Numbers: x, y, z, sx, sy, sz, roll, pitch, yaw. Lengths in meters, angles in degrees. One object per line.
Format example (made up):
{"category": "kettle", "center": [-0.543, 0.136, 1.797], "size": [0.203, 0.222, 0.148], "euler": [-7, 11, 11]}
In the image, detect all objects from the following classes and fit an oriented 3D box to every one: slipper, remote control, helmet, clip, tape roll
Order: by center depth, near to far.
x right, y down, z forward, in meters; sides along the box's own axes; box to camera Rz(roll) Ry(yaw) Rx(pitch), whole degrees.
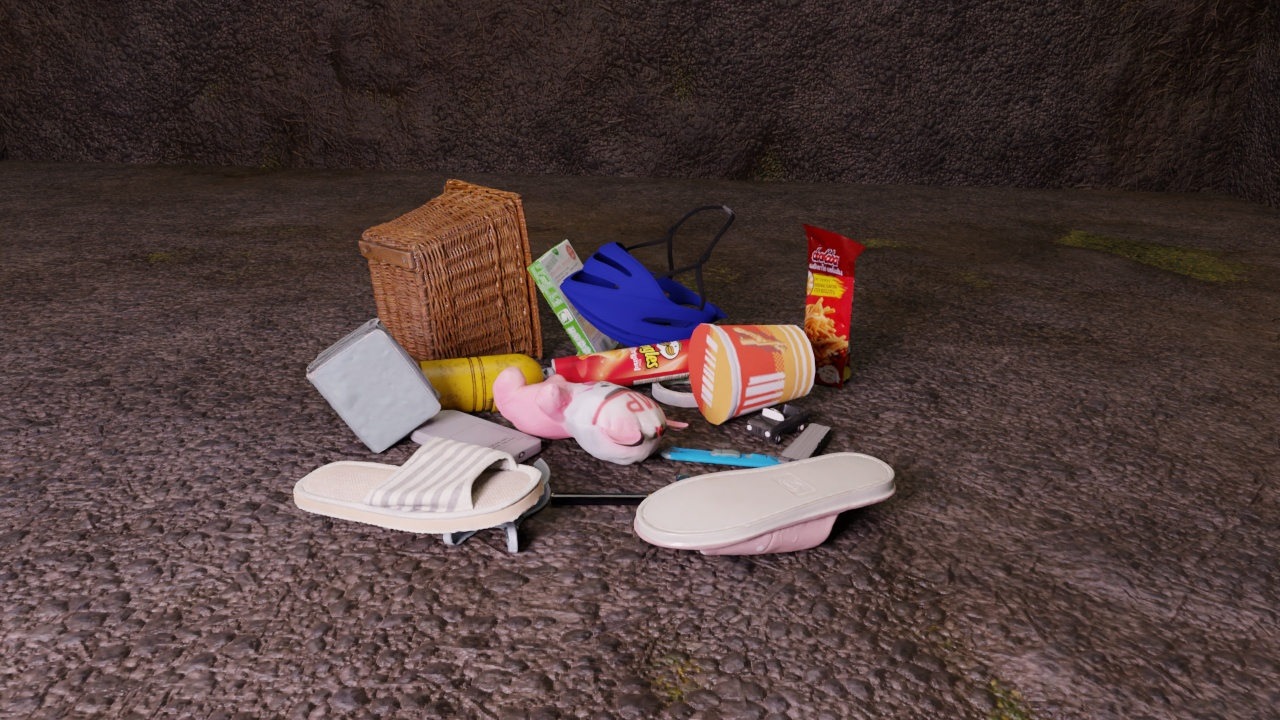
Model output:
{"category": "slipper", "center": [0.125, 0.144, 0.883], "size": [0.274, 0.054, 0.114], "euler": [-9, 22, -20]}
{"category": "slipper", "center": [-0.222, 0.117, 0.887], "size": [0.273, 0.054, 0.114], "euler": [-2, 25, 24]}
{"category": "clip", "center": [-0.117, 0.140, 0.909], "size": [0.115, 0.028, 0.163], "euler": [3, 21, 9]}
{"category": "remote control", "center": [-0.193, 0.091, 1.052], "size": [0.151, 0.019, 0.074], "euler": [15, 24, 30]}
{"category": "remote control", "center": [0.192, 0.098, 1.059], "size": [0.033, 0.013, 0.136], "euler": [11, 17, 22]}
{"category": "tape roll", "center": [0.062, 0.037, 1.225], "size": [0.094, 0.018, 0.093], "euler": [1, 20, -1]}
{"category": "helmet", "center": [0.026, -0.123, 1.249], "size": [0.241, 0.228, 0.147], "euler": [18, 18, -26]}

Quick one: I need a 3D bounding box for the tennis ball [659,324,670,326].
{"category": "tennis ball", "center": [0.020, -0.040, 1.364], "size": [0.065, 0.065, 0.065], "euler": [2, 20, -1]}

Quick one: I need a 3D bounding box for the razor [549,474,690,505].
{"category": "razor", "center": [-0.020, 0.140, 0.934], "size": [0.144, 0.022, 0.042], "euler": [-2, 60, 2]}

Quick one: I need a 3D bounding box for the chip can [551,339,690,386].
{"category": "chip can", "center": [-0.007, 0.007, 1.207], "size": [0.214, 0.052, 0.051], "euler": [-8, 21, -5]}

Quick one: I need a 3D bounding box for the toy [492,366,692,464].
{"category": "toy", "center": [-0.060, 0.062, 1.037], "size": [0.213, 0.084, 0.141], "euler": [12, 0, 31]}

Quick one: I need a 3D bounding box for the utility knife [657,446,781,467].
{"category": "utility knife", "center": [0.110, 0.110, 1.034], "size": [0.185, 0.015, 0.031], "euler": [5, 20, 4]}

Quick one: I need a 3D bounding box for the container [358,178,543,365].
{"category": "container", "center": [-0.264, -0.098, 1.271], "size": [0.162, 0.250, 0.182], "euler": [19, 36, 39]}

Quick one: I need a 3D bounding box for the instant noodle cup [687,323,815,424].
{"category": "instant noodle cup", "center": [0.140, 0.009, 1.144], "size": [0.121, 0.123, 0.123], "euler": [-8, 22, -20]}

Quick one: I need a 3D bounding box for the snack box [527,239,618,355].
{"category": "snack box", "center": [-0.088, -0.081, 1.308], "size": [0.027, 0.168, 0.131], "euler": [-26, 13, 21]}

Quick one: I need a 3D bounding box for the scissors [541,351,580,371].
{"category": "scissors", "center": [-0.101, 0.003, 1.318], "size": [0.174, 0.032, 0.093], "euler": [-9, 25, -37]}

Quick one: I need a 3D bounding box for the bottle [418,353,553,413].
{"category": "bottle", "center": [-0.191, 0.030, 1.151], "size": [0.163, 0.071, 0.071], "euler": [-5, 21, -18]}

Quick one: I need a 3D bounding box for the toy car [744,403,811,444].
{"category": "toy car", "center": [0.168, 0.072, 1.110], "size": [0.040, 0.037, 0.092], "euler": [19, 26, 39]}

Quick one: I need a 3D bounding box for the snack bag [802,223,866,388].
{"category": "snack bag", "center": [0.265, -0.077, 1.279], "size": [0.066, 0.208, 0.139], "euler": [-4, 21, -16]}

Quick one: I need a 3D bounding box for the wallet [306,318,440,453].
{"category": "wallet", "center": [-0.294, 0.027, 1.020], "size": [0.100, 0.132, 0.054], "euler": [-36, 36, -9]}
